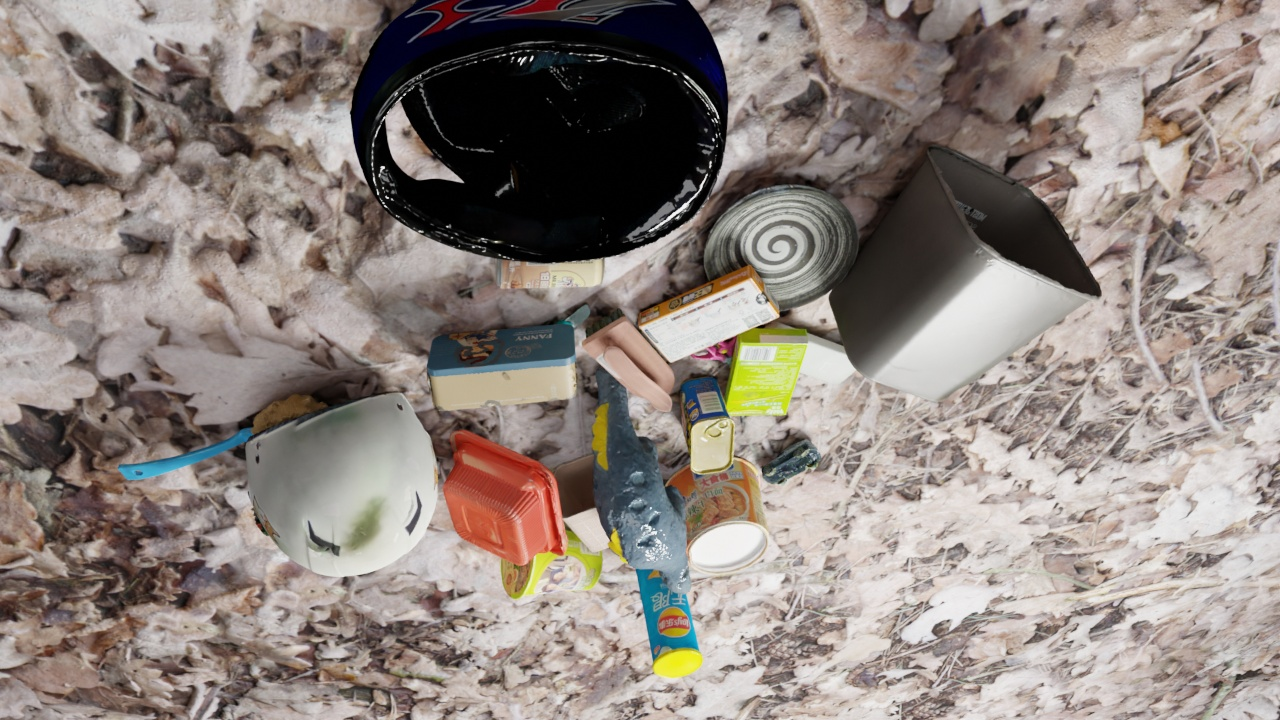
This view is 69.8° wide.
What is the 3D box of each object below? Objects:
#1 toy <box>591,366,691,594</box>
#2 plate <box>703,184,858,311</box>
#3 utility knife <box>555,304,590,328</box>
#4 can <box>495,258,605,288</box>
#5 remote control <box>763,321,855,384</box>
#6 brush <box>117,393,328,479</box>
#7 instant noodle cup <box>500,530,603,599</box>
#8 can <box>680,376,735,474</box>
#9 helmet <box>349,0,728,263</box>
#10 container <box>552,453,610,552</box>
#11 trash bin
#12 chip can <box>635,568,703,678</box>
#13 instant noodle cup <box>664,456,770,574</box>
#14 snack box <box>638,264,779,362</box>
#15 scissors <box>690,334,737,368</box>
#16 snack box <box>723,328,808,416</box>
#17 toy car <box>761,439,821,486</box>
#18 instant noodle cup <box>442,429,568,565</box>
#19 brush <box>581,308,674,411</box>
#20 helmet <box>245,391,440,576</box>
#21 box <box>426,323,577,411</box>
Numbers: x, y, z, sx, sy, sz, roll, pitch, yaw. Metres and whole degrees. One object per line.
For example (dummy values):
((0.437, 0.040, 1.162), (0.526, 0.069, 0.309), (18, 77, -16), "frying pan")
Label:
((0.000, 0.184, 1.173), (0.091, 0.137, 0.356), (-11, 115, 22), "toy")
((0.160, -0.130, 1.056), (0.179, 0.024, 0.180), (-3, 135, -3), "plate")
((-0.127, -0.010, 1.113), (0.182, 0.013, 0.029), (-39, 128, 21), "utility knife")
((-0.099, -0.109, 1.000), (0.116, 0.058, 0.059), (-2, 132, -11), "can")
((0.213, -0.009, 1.182), (0.150, 0.021, 0.058), (19, 135, -25), "remote control")
((-0.496, 0.102, 1.104), (0.254, 0.045, 0.083), (-16, 137, -6), "brush")
((-0.125, 0.290, 1.329), (0.123, 0.111, 0.112), (11, 129, -31), "instant noodle cup")
((0.085, 0.084, 1.197), (0.057, 0.083, 0.102), (-8, 132, -6), "can")
((-0.087, -0.224, 0.770), (0.315, 0.240, 0.248), (-2, 132, -25), "helmet")
((-0.057, 0.198, 1.269), (0.090, 0.089, 0.111), (-21, 136, 6), "container")
((0.348, -0.087, 1.042), (0.199, 0.198, 0.220), (17, 133, -24), "trash bin")
((0.035, 0.351, 1.341), (0.071, 0.210, 0.071), (-6, 133, -7), "chip can")
((0.114, 0.227, 1.314), (0.151, 0.111, 0.152), (-6, 132, -7), "instant noodle cup")
((0.080, -0.053, 1.091), (0.154, 0.026, 0.075), (-23, 132, 24), "snack box")
((0.109, 0.004, 1.180), (0.074, 0.017, 0.137), (-27, 135, 11), "scissors")
((0.157, 0.017, 1.170), (0.086, 0.026, 0.157), (0, 142, -3), "snack box")
((0.214, 0.146, 1.316), (0.091, 0.034, 0.043), (-35, 132, 21), "toy car")
((-0.182, 0.188, 1.190), (0.165, 0.078, 0.189), (18, 136, 23), "instant noodle cup")
((-0.007, 0.007, 1.116), (0.063, 0.073, 0.145), (-31, 132, 14), "brush")
((-0.341, 0.173, 1.099), (0.229, 0.156, 0.275), (-16, 144, -22), "helmet")
((-0.151, 0.007, 1.062), (0.184, 0.089, 0.061), (-8, 121, -3), "box")
